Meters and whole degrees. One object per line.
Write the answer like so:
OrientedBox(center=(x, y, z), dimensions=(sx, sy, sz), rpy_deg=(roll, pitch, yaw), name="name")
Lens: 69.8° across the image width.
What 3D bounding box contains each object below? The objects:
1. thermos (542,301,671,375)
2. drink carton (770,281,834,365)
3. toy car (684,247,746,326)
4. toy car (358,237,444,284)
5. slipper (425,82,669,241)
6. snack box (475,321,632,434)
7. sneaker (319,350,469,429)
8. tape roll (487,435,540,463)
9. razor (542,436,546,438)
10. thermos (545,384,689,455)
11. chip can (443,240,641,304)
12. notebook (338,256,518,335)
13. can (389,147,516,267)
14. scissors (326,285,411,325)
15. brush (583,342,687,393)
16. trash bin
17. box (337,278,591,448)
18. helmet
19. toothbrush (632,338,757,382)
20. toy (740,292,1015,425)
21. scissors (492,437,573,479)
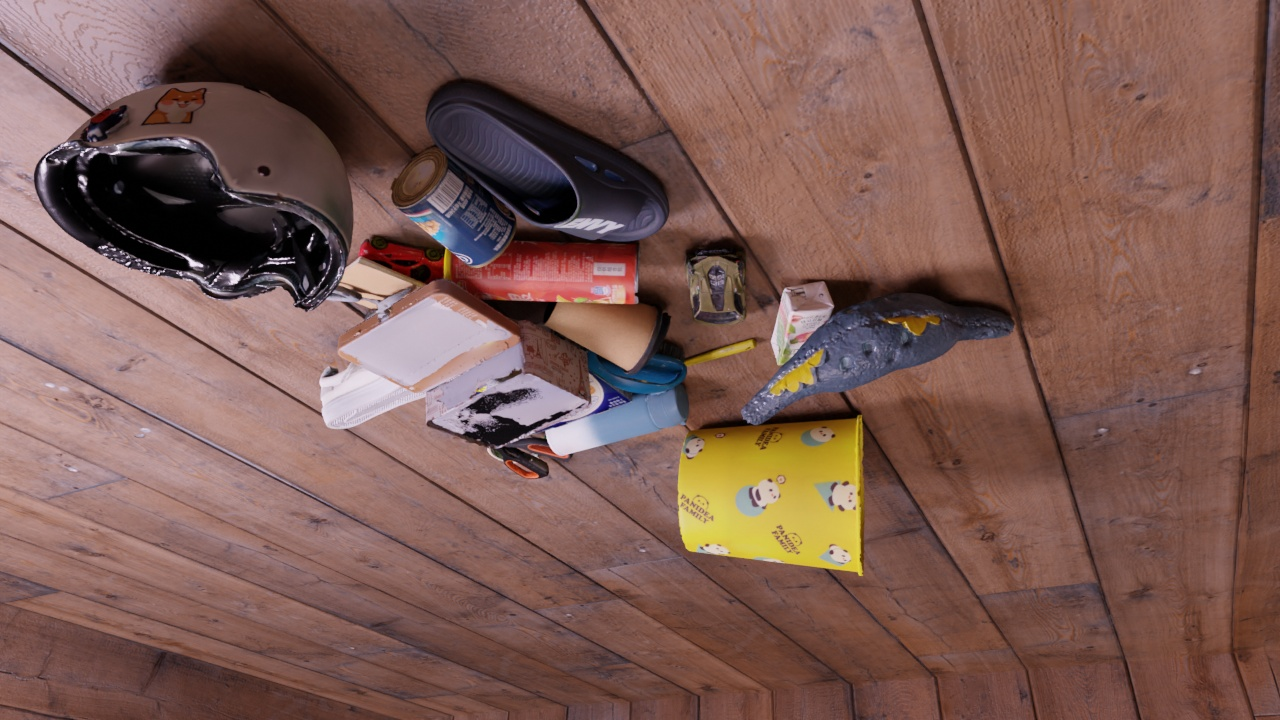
OrientedBox(center=(-0.041, -0.044, 1.107), dimensions=(0.143, 0.092, 0.093), rpy_deg=(23, 143, -16), name="thermos")
OrientedBox(center=(0.195, -0.045, 1.121), dimensions=(0.053, 0.045, 0.123), rpy_deg=(-9, 150, -6), name="drink carton")
OrientedBox(center=(0.092, -0.081, 1.079), dimensions=(0.070, 0.042, 0.158), rpy_deg=(-2, 150, 8), name="toy car")
OrientedBox(center=(-0.272, -0.111, 1.063), dimensions=(0.106, 0.031, 0.049), rpy_deg=(10, 148, -15), name="toy car")
OrientedBox(center=(-0.093, -0.170, 0.909), dimensions=(0.268, 0.083, 0.111), rpy_deg=(25, 143, -30), name="slipper")
OrientedBox(center=(-0.134, 0.027, 1.259), dimensions=(0.178, 0.045, 0.182), rpy_deg=(-19, 143, 30), name="snack box")
OrientedBox(center=(-0.323, 0.006, 1.212), dimensions=(0.243, 0.090, 0.089), rpy_deg=(-24, 163, 18), name="sneaker")
OrientedBox(center=(-0.202, 0.141, 1.474), dimensions=(0.086, 0.013, 0.086), rpy_deg=(2, 148, 1), name="tape roll")
OrientedBox(center=(-0.094, 0.119, 1.424), dimensions=(0.133, 0.028, 0.043), rpy_deg=(-8, 150, 20), name="razor")
OrientedBox(center=(-0.033, 0.083, 1.326), dimensions=(0.221, 0.070, 0.070), rpy_deg=(-18, 143, 27), name="thermos")
OrientedBox(center=(-0.108, -0.101, 1.030), dimensions=(0.216, 0.073, 0.073), rpy_deg=(1, 148, 1), name="chip can")
OrientedBox(center=(-0.267, -0.065, 1.118), dimensions=(0.211, 0.012, 0.150), rpy_deg=(23, 159, -30), name="notebook")
OrientedBox(center=(-0.191, -0.156, 0.942), dimensions=(0.075, 0.075, 0.111), rpy_deg=(-17, 143, 28), name="can")
OrientedBox(center=(-0.309, -0.066, 1.104), dimensions=(0.181, 0.014, 0.159), rpy_deg=(12, 163, 0), name="scissors")
OrientedBox(center=(-0.007, 0.007, 1.192), dimensions=(0.143, 0.073, 0.055), rpy_deg=(14, 142, -17), name="brush")
OrientedBox(center=(0.198, 0.194, 1.353), dimensions=(0.255, 0.229, 0.230), rpy_deg=(-1, 148, 15), name="trash bin")
OrientedBox(center=(-0.202, 0.009, 1.083), dimensions=(0.177, 0.082, 0.260), rpy_deg=(-25, 145, 27), name="box")
OrientedBox(center=(-0.392, -0.171, 0.859), dimensions=(0.274, 0.156, 0.230), rpy_deg=(8, 151, 11), name="helmet")
OrientedBox(center=(0.070, 0.005, 1.236), dimensions=(0.191, 0.016, 0.015), rpy_deg=(-18, 144, 29), name="toothbrush")
OrientedBox(center=(0.286, -0.017, 1.080), dimensions=(0.356, 0.091, 0.138), rpy_deg=(-18, 143, -7), name="toy")
OrientedBox(center=(-0.206, 0.124, 1.415), dimensions=(0.205, 0.021, 0.224), rpy_deg=(-9, 143, 21), name="scissors")
